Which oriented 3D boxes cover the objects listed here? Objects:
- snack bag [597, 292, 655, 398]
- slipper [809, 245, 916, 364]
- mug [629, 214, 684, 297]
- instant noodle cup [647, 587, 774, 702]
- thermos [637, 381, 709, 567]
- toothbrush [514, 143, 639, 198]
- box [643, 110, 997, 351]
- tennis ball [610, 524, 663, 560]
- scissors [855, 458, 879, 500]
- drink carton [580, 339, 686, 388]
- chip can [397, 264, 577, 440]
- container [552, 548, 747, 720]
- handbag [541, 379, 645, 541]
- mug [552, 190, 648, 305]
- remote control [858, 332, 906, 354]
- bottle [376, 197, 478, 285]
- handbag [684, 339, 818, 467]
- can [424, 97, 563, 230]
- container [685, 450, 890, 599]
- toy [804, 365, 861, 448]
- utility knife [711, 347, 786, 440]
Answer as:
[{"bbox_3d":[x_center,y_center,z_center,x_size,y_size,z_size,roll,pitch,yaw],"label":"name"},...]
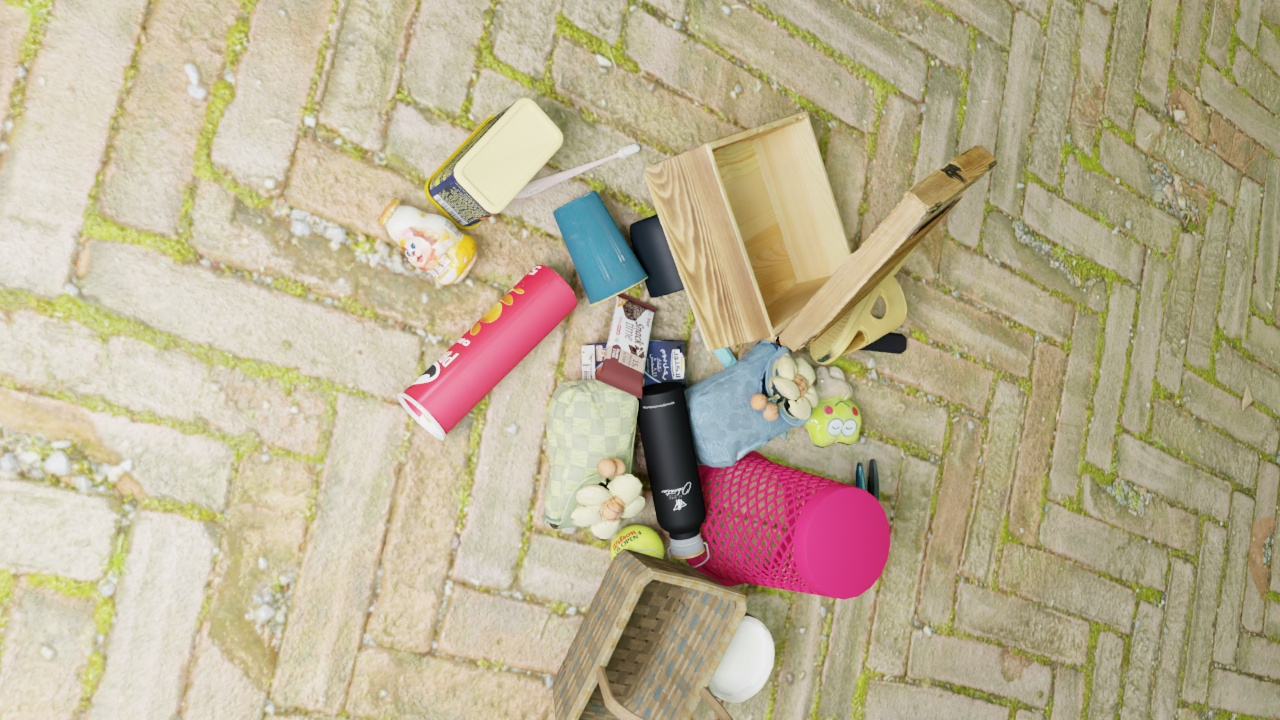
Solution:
[{"bbox_3d":[-0.014,-0.022,1.097,0.057,0.013,0.157,24,43,-13],"label":"snack bag"},{"bbox_3d":[0.320,-0.073,1.268,0.078,0.100,0.262,44,59,-9],"label":"slipper"},{"bbox_3d":[0.046,-0.142,1.149,0.121,0.085,0.094,-33,106,-54],"label":"mug"},{"bbox_3d":[0.095,0.359,1.145,0.137,0.112,0.137,0,90,-29],"label":"instant noodle cup"},{"bbox_3d":[0.041,0.144,1.112,0.061,0.061,0.231,-16,102,-28],"label":"thermos"},{"bbox_3d":[-0.077,-0.230,1.114,0.180,0.018,0.016,-27,101,-25],"label":"toothbrush"},{"bbox_3d":[0.236,-0.157,1.073,0.278,0.316,0.282,-34,108,-52],"label":"box"},{"bbox_3d":[-0.004,0.233,1.119,0.065,0.065,0.065,1,89,-29],"label":"tennis ball"},{"bbox_3d":[0.325,0.214,1.323,0.140,0.019,0.128,48,62,-27],"label":"scissors"},{"bbox_3d":[-0.007,0.007,1.135,0.129,0.040,0.064,-2,91,-29],"label":"drink carton"},{"bbox_3d":[-0.168,-0.013,1.032,0.220,0.069,0.069,-47,110,-21],"label":"chip can"},{"bbox_3d":[0.012,0.354,1.023,0.157,0.186,0.250,21,100,-27],"label":"container"},{"bbox_3d":[-0.051,0.118,1.057,0.113,0.117,0.186,-5,108,-26],"label":"handbag"},{"bbox_3d":[-0.052,-0.136,1.097,0.078,0.078,0.121,-31,98,-26],"label":"mug"},{"bbox_3d":[0.335,-0.030,1.334,0.136,0.015,0.032,5,87,-28],"label":"remote control"},{"bbox_3d":[-0.233,-0.132,1.001,0.108,0.063,0.063,36,73,-23],"label":"bottle"},{"bbox_3d":[0.141,0.055,1.160,0.191,0.119,0.122,-27,105,-28],"label":"handbag"},{"bbox_3d":[-0.162,-0.218,1.017,0.075,0.104,0.135,45,70,-20],"label":"can"},{"bbox_3d":[0.181,0.206,1.128,0.183,0.226,0.183,1,89,-29],"label":"container"},{"bbox_3d":[0.266,0.064,1.281,0.092,0.046,0.115,-1,82,-26],"label":"toy"},{"bbox_3d":[0.148,0.040,1.232,0.022,0.016,0.179,-44,107,-21],"label":"utility knife"}]
